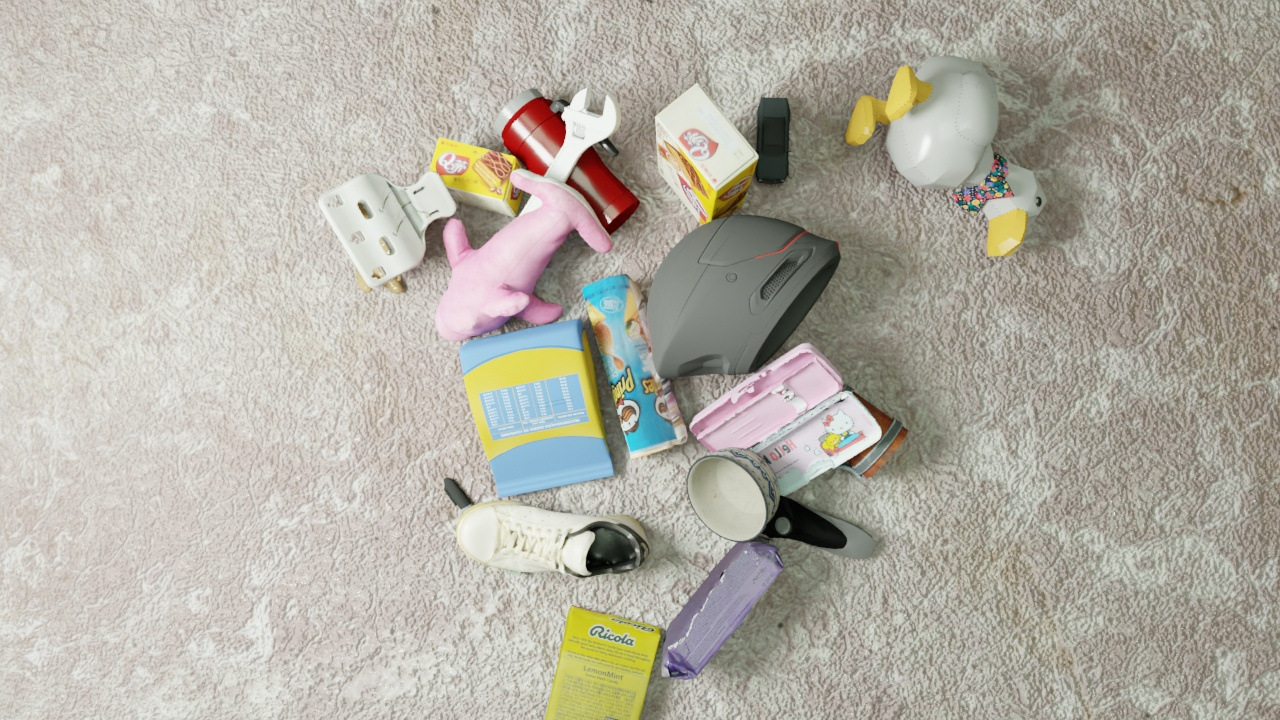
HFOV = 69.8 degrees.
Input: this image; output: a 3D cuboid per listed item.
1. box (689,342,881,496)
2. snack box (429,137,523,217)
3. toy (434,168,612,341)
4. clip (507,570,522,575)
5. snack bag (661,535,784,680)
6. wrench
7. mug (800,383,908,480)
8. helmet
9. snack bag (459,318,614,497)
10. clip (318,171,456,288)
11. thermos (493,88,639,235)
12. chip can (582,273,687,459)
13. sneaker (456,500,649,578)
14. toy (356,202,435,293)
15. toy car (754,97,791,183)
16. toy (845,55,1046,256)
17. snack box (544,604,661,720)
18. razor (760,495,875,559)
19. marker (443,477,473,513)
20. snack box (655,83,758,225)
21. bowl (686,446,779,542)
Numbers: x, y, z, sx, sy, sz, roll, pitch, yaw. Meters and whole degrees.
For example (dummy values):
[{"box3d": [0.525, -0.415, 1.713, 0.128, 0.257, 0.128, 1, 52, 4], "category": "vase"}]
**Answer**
[{"box3d": [0.175, 0.080, 1.128, 0.154, 0.044, 0.202, 46, 123, -12], "category": "box"}, {"box3d": [-0.209, -0.235, 1.183, 0.106, 0.083, 0.061, 16, 86, 4], "category": "snack box"}, {"box3d": [-0.162, -0.103, 1.132, 0.186, 0.127, 0.266, 38, 110, -21], "category": "toy"}, {"box3d": [-0.155, 0.238, 1.184, 0.023, 0.035, 0.074, 10, 93, 2], "category": "clip"}, {"box3d": [0.095, 0.302, 1.134, 0.058, 0.096, 0.205, 40, 88, 4], "category": "snack bag"}, {"box3d": [-0.109, -0.219, 1.139, 0.066, 0.018, 0.274, 39, 121, 4], "category": "wrench"}, {"box3d": [0.254, 0.095, 1.152, 0.111, 0.081, 0.117, 40, 108, 8], "category": "mug"}, {"box3d": [0.104, -0.082, 1.120, 0.170, 0.164, 0.264, 37, 78, 16], "category": "helmet"}, {"box3d": [-0.128, 0.063, 1.162, 0.159, 0.102, 0.205, -11, 99, 2], "category": "snack bag"}, {"box3d": [-0.299, -0.173, 1.113, 0.151, 0.092, 0.126, -37, 110, -28], "category": "clip"}, {"box3d": [-0.088, -0.258, 1.172, 0.198, 0.083, 0.108, 48, 125, 2], "category": "thermos"}, {"box3d": [-0.007, 0.007, 1.166, 0.080, 0.080, 0.229, -17, 86, 1], "category": "chip can"}, {"box3d": [-0.103, 0.229, 1.121, 0.241, 0.102, 0.089, 5, 96, -12], "category": "sneaker"}, {"box3d": [-0.329, -0.145, 1.184, 0.106, 0.134, 0.108, 46, 117, 26], "category": "toy"}, {"box3d": [0.172, -0.287, 1.192, 0.046, 0.034, 0.112, 2, 87, 3], "category": "toy car"}, {"box3d": [0.396, -0.269, 1.137, 0.267, 0.141, 0.246, 20, 69, -20], "category": "toy"}, {"box3d": [-0.052, 0.414, 1.161, 0.121, 0.045, 0.181, 13, 90, 2], "category": "snack box"}, {"box3d": [0.222, 0.213, 1.155, 0.156, 0.060, 0.057, 18, 101, -16], "category": "razor"}, {"box3d": [-0.215, 0.211, 1.195, 0.022, 0.016, 0.138, -38, 86, 31], "category": "marker"}, {"box3d": [0.076, -0.233, 1.096, 0.061, 0.230, 0.110, -39, 86, -1], "category": "snack box"}, {"box3d": [0.120, 0.157, 1.121, 0.116, 0.059, 0.116, 19, 121, 33], "category": "bowl"}]
